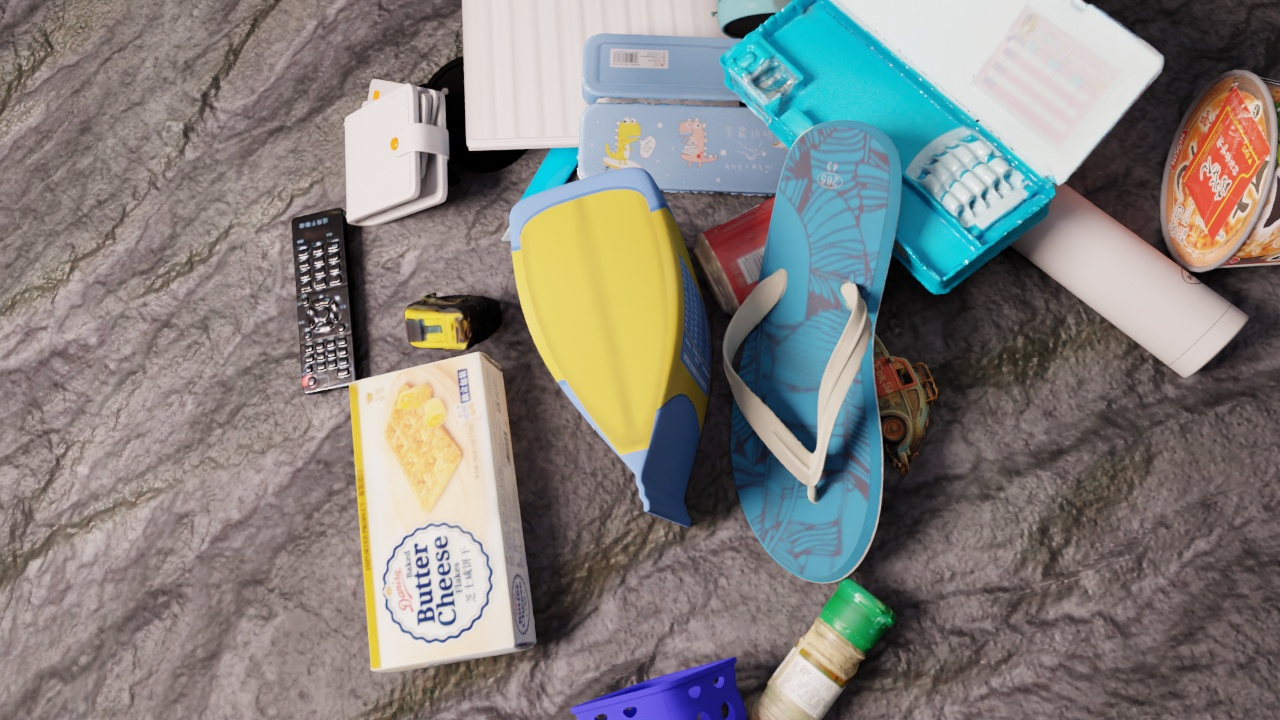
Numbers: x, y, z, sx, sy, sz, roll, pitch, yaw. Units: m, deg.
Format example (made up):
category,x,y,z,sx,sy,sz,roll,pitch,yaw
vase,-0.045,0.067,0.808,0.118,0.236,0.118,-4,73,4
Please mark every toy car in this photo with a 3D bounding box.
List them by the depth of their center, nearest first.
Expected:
category,x,y,z,sx,sy,sz,roll,pitch,yaw
toy car,0.171,0.019,0.617,0.047,0.047,0.112,-21,74,6

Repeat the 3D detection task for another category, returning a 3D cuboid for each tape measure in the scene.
category,x,y,z,sx,sy,sz,roll,pitch,yaw
tape measure,-0.143,-0.032,0.685,0.063,0.067,0.038,1,106,20

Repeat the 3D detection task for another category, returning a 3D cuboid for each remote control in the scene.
category,x,y,z,sx,sy,sz,roll,pitch,yaw
remote control,-0.251,-0.047,0.736,0.047,0.022,0.150,-11,75,8

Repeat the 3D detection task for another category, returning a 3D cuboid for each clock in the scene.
category,x,y,z,sx,sy,sz,roll,pitch,yaw
clock,0.111,-0.277,0.687,0.124,0.090,0.053,0,94,12
clock,-0.141,-0.192,0.739,0.121,0.042,0.091,-21,72,6

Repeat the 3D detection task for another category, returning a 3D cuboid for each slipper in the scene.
category,x,y,z,sx,sy,sz,roll,pitch,yaw
slipper,0.100,-0.002,0.577,0.118,0.060,0.295,15,104,44

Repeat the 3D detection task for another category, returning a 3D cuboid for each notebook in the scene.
category,x,y,z,sx,sy,sz,roll,pitch,yaw
notebook,-0.031,-0.232,0.715,0.209,0.009,0.142,-3,74,-5

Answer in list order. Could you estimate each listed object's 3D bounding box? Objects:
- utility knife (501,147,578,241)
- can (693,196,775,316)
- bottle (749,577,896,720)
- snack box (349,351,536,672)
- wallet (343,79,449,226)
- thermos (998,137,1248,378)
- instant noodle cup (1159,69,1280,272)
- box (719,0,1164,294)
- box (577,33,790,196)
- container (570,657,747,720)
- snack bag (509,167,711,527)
category,x,y,z,sx,sy,sz,roll,pitch,yaw
utility knife,-0.060,-0.167,0.731,0.031,0.015,0.174,30,85,20
can,0.124,-0.093,0.645,0.170,0.067,0.067,-27,72,4
bottle,0.116,0.194,0.584,0.043,0.043,0.111,36,86,18
snack box,-0.142,0.107,0.653,0.104,0.057,0.207,-12,73,8
wallet,-0.193,-0.172,0.715,0.119,0.037,0.115,-6,85,44
thermos,0.289,-0.081,0.615,0.052,0.052,0.224,-45,72,-3
instant noodle cup,0.417,-0.112,0.570,0.122,0.124,0.123,5,76,3
box,0.179,-0.178,0.587,0.182,0.071,0.227,-47,64,19
box,0.059,-0.184,0.681,0.209,0.034,0.127,2,77,-1
container,0.025,0.252,0.556,0.085,0.085,0.113,-29,70,36
snack bag,-0.004,0.003,0.599,0.102,0.159,0.205,-15,74,8
